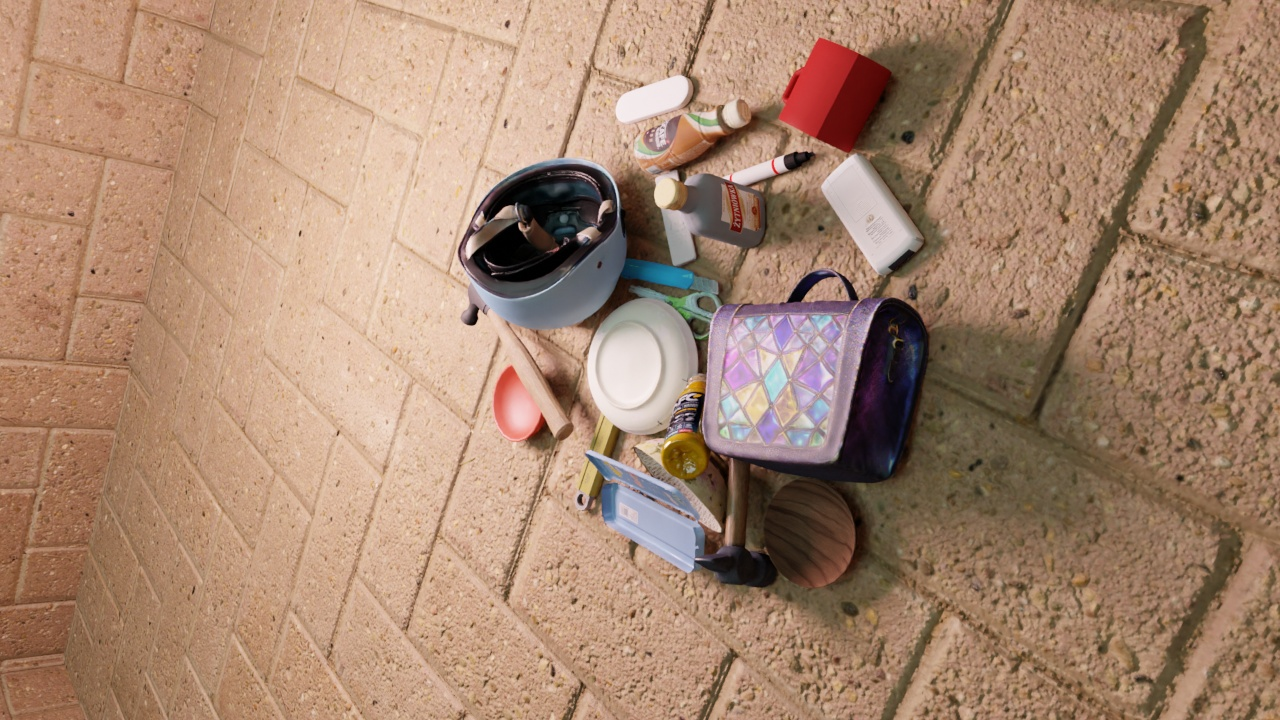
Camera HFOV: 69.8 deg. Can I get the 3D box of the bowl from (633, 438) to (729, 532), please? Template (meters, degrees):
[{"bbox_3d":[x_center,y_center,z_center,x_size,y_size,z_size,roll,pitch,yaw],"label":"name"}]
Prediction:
[{"bbox_3d":[0.064,0.136,1.110,0.063,0.145,0.145,-44,48,-13],"label":"bowl"}]

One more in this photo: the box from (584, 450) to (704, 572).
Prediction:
[{"bbox_3d":[0.007,0.183,1.164,0.209,0.039,0.126,16,125,53],"label":"box"}]

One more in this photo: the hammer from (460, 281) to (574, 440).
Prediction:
[{"bbox_3d":[-0.176,-0.011,1.343,0.305,0.040,0.133,56,131,30],"label":"hammer"}]

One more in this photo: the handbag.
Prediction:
[{"bbox_3d":[0.182,0.010,0.983,0.205,0.125,0.221,1,76,45],"label":"handbag"}]

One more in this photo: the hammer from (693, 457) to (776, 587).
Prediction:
[{"bbox_3d":[0.117,0.096,1.068,0.040,0.129,0.321,-6,71,37],"label":"hammer"}]

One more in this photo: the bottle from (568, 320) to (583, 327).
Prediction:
[{"bbox_3d":[-0.139,-0.078,1.363,0.136,0.044,0.044,12,94,44],"label":"bottle"}]

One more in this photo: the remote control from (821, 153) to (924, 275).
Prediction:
[{"bbox_3d":[0.252,-0.161,1.006,0.060,0.025,0.138,-44,60,32],"label":"remote control"}]

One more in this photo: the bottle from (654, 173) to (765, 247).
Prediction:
[{"bbox_3d":[0.082,-0.181,1.077,0.046,0.161,0.072,-7,81,43],"label":"bottle"}]

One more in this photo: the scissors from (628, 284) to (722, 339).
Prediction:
[{"bbox_3d":[0.040,-0.075,1.211,0.174,0.033,0.065,27,107,47],"label":"scissors"}]

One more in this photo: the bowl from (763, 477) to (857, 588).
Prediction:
[{"bbox_3d":[0.195,0.191,1.020,0.120,0.032,0.119,-6,82,44],"label":"bowl"}]

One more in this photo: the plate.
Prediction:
[{"bbox_3d":[-0.007,0.007,1.209,0.183,0.034,0.182,-3,86,39],"label":"plate"}]

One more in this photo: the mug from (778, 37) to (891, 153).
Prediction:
[{"bbox_3d":[0.207,-0.302,1.029,0.116,0.080,0.097,45,116,45],"label":"mug"}]

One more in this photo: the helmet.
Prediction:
[{"bbox_3d":[-0.125,-0.153,1.255,0.226,0.167,0.265,0,55,14],"label":"helmet"}]

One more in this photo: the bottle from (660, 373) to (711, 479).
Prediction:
[{"bbox_3d":[0.062,0.070,1.071,0.053,0.185,0.053,4,115,9],"label":"bottle"}]

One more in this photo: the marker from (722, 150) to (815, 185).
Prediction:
[{"bbox_3d":[0.150,-0.231,1.116,0.146,0.019,0.019,-11,78,43],"label":"marker"}]

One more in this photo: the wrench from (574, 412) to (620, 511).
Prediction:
[{"bbox_3d":[-0.038,0.086,1.266,0.084,0.018,0.273,28,105,41],"label":"wrench"}]

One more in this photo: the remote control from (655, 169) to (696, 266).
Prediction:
[{"bbox_3d":[0.047,-0.188,1.213,0.033,0.012,0.130,-19,72,26],"label":"remote control"}]

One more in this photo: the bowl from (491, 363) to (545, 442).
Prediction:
[{"bbox_3d":[-0.174,0.063,1.388,0.122,0.035,0.122,-6,82,44],"label":"bowl"}]

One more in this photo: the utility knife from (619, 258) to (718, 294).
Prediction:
[{"bbox_3d":[0.034,-0.111,1.218,0.198,0.015,0.031,19,93,47],"label":"utility knife"}]

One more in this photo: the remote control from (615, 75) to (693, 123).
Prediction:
[{"bbox_3d":[0.018,-0.358,1.262,0.137,0.013,0.043,-3,84,44],"label":"remote control"}]

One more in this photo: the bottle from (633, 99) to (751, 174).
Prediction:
[{"bbox_3d":[0.067,-0.290,1.175,0.168,0.059,0.059,-14,76,42],"label":"bottle"}]
